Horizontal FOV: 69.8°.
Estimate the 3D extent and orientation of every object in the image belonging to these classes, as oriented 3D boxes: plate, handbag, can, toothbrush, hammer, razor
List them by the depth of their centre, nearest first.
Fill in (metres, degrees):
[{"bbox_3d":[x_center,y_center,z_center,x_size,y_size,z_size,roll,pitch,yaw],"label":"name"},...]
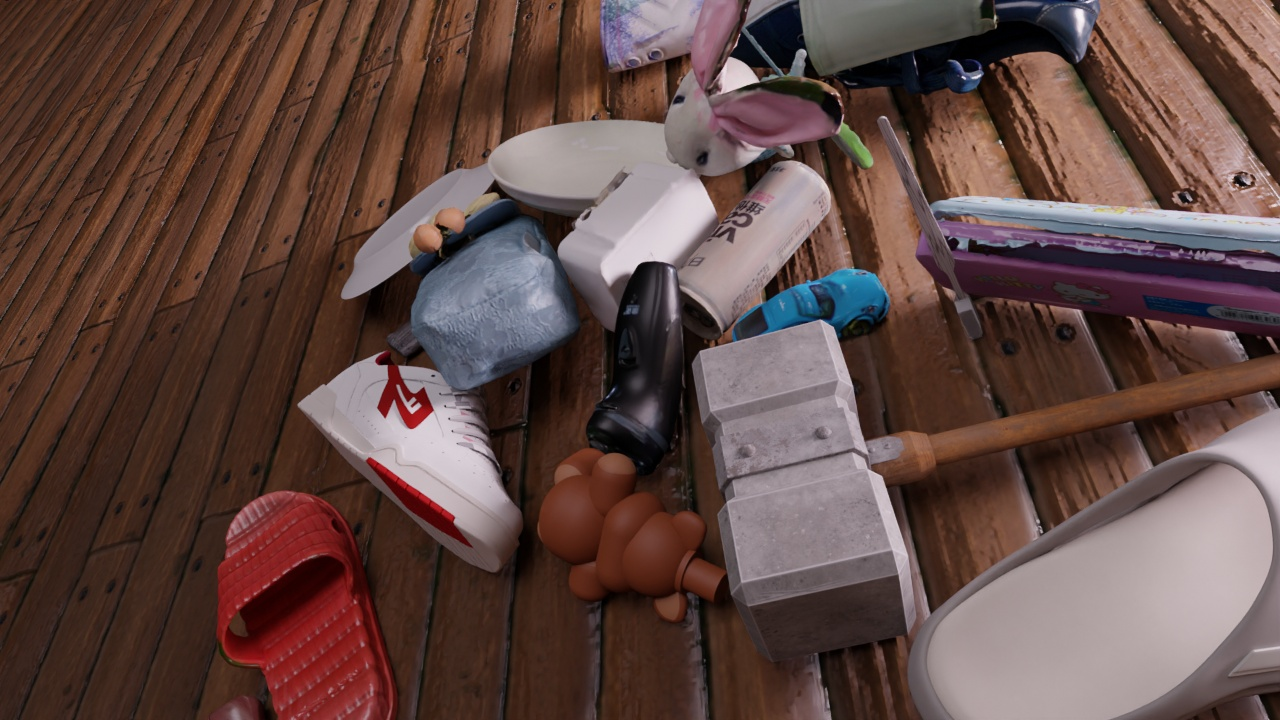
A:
[{"bbox_3d":[0.197,0.037,0.478,0.318,0.083,0.162,-15,47,9],"label":"hammer"},{"bbox_3d":[0.161,-0.065,0.500,0.010,0.181,0.010,-19,49,24],"label":"toothbrush"},{"bbox_3d":[-0.245,0.270,0.564,0.055,0.029,0.119,-39,49,-3],"label":"handbag"},{"bbox_3d":[-0.004,0.003,0.600,0.053,0.063,0.140,3,85,41],"label":"razor"},{"bbox_3d":[0.174,-0.258,0.624,0.122,0.067,0.106,-8,67,23],"label":"handbag"},{"bbox_3d":[0.077,-0.080,0.650,0.054,0.054,0.135,26,68,42],"label":"can"},{"bbox_3d":[-0.121,-0.062,0.687,0.122,0.119,0.191,-26,23,1],"label":"handbag"},{"bbox_3d":[-0.034,-0.156,0.761,0.182,0.034,0.182,-2,32,1],"label":"plate"},{"bbox_3d":[-0.206,-0.127,0.836,0.189,0.016,0.188,-32,25,17],"label":"plate"},{"bbox_3d":[0.041,-0.350,0.900,0.159,0.069,0.126,-10,63,23],"label":"handbag"}]

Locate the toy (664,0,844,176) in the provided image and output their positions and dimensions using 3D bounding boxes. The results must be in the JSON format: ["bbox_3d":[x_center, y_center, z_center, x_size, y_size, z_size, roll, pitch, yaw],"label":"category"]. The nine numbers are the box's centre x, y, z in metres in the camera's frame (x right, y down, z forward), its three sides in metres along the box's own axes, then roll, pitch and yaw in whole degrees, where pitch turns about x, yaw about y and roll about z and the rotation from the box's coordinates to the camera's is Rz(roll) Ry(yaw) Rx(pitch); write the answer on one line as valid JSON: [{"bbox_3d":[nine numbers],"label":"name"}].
[{"bbox_3d":[0.060,-0.179,0.663,0.106,0.131,0.205,-32,-1,4],"label":"toy"}]

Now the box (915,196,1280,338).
[{"bbox_3d":[0.262,-0.058,0.501,0.214,0.078,0.065,14,96,38],"label":"box"}]

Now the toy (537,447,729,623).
[{"bbox_3d":[-0.003,0.104,0.541,0.128,0.065,0.095,20,107,27],"label":"toy"}]

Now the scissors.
[{"bbox_3d":[0.114,-0.208,0.694,0.021,0.171,0.172,-39,-1,9],"label":"scissors"}]

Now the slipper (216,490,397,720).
[{"bbox_3d":[-0.237,0.166,0.623,0.103,0.059,0.249,-40,46,-6],"label":"slipper"}]

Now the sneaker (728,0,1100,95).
[{"bbox_3d":[0.193,-0.240,0.707,0.295,0.120,0.127,2,82,30],"label":"sneaker"}]

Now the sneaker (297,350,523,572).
[{"bbox_3d":[-0.144,0.053,0.653,0.104,0.090,0.237,-45,41,-20],"label":"sneaker"}]

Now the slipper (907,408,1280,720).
[{"bbox_3d":[0.237,0.088,0.389,0.266,0.080,0.112,-27,53,7],"label":"slipper"}]

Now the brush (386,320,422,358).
[{"bbox_3d":[-0.154,-0.053,0.793,0.151,0.012,0.039,-37,45,-4],"label":"brush"}]

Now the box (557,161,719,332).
[{"bbox_3d":[-0.009,-0.083,0.671,0.091,0.102,0.107,22,65,42],"label":"box"}]

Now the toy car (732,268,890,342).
[{"bbox_3d":[0.111,-0.031,0.608,0.105,0.032,0.048,-21,45,11],"label":"toy car"}]
